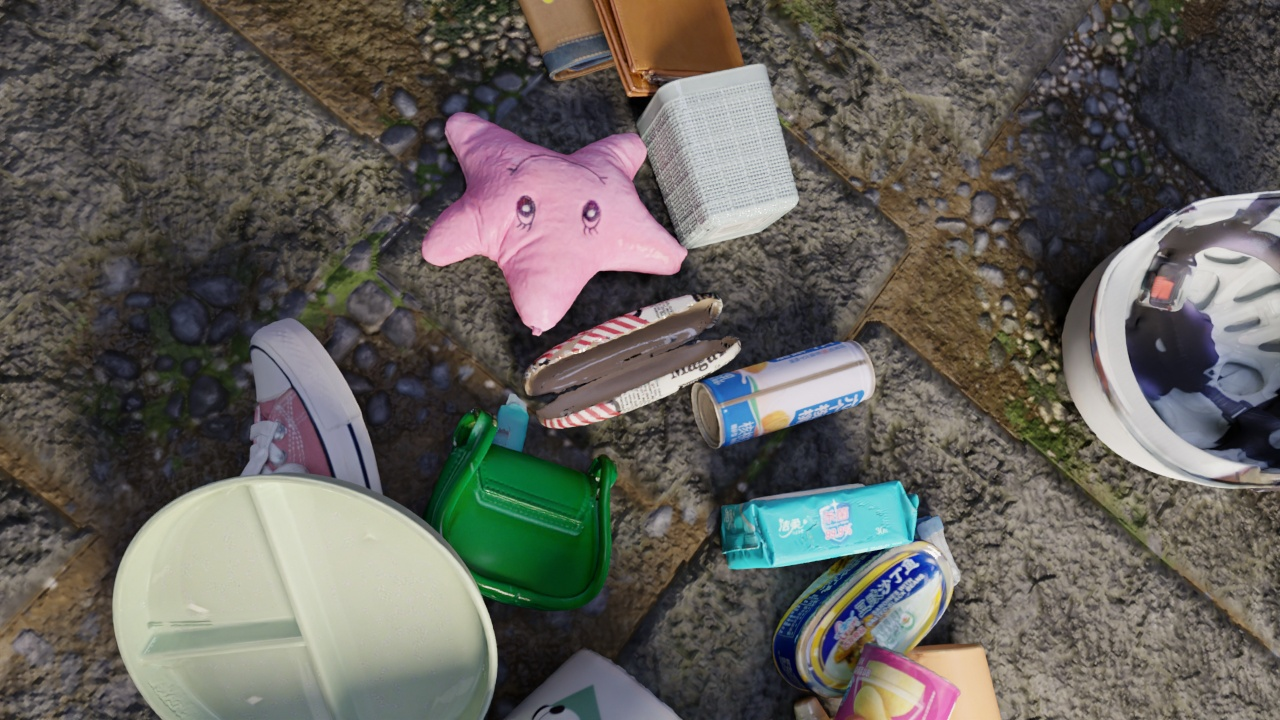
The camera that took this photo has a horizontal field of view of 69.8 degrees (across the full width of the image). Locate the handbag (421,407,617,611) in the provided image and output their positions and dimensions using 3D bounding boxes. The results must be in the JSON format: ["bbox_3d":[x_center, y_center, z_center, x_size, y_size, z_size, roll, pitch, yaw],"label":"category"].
[{"bbox_3d":[-0.081,0.105,0.627,0.131,0.068,0.120,21,72,-22],"label":"handbag"}]

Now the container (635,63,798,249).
[{"bbox_3d":[0.062,-0.154,0.712,0.089,0.090,0.111,-16,87,-16],"label":"container"}]

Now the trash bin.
[{"bbox_3d":[-0.057,0.324,0.531,0.229,0.230,0.251,47,68,-2],"label":"trash bin"}]

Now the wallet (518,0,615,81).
[{"bbox_3d":[-0.053,-0.289,0.740,0.090,0.033,0.115,-22,82,-16],"label":"wallet"}]

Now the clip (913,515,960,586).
[{"bbox_3d":[0.235,0.153,0.731,0.026,0.038,0.058,-17,86,-19],"label":"clip"}]

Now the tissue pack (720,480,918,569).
[{"bbox_3d":[0.128,0.119,0.672,0.133,0.093,0.050,-6,79,-15],"label":"tissue pack"}]

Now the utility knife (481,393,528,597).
[{"bbox_3d":[-0.108,0.100,0.662,0.029,0.013,0.157,15,76,-14],"label":"utility knife"}]

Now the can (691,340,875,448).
[{"bbox_3d":[0.110,0.024,0.707,0.134,0.053,0.053,-16,83,-16],"label":"can"}]

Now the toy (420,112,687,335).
[{"bbox_3d":[-0.059,-0.098,0.677,0.194,0.075,0.178,7,70,-11],"label":"toy"}]

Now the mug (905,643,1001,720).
[{"bbox_3d":[0.234,0.276,0.682,0.078,0.078,0.122,0,74,-14],"label":"mug"}]

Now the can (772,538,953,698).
[{"bbox_3d":[0.168,0.192,0.691,0.148,0.049,0.074,-36,89,-17],"label":"can"}]

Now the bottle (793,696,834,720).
[{"bbox_3d":[0.147,0.316,0.659,0.066,0.067,0.149,-18,77,-16],"label":"bottle"}]

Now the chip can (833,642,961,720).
[{"bbox_3d":[0.137,0.297,0.600,0.071,0.071,0.210,31,73,-6],"label":"chip can"}]

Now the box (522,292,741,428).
[{"bbox_3d":[-0.001,0.012,0.678,0.163,0.075,0.082,-23,74,-18],"label":"box"}]

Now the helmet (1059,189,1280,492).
[{"bbox_3d":[0.449,-0.009,0.747,0.258,0.146,0.229,-26,85,-8],"label":"helmet"}]

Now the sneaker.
[{"bbox_3d":[-0.222,0.093,0.592,0.087,0.118,0.241,-16,89,-36],"label":"sneaker"}]

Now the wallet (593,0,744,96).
[{"bbox_3d":[0.026,-0.259,0.729,0.131,0.031,0.108,-13,83,-40],"label":"wallet"}]

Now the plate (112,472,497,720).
[{"bbox_3d":[-0.197,0.165,0.550,0.230,0.027,0.230,1,112,2],"label":"plate"}]
